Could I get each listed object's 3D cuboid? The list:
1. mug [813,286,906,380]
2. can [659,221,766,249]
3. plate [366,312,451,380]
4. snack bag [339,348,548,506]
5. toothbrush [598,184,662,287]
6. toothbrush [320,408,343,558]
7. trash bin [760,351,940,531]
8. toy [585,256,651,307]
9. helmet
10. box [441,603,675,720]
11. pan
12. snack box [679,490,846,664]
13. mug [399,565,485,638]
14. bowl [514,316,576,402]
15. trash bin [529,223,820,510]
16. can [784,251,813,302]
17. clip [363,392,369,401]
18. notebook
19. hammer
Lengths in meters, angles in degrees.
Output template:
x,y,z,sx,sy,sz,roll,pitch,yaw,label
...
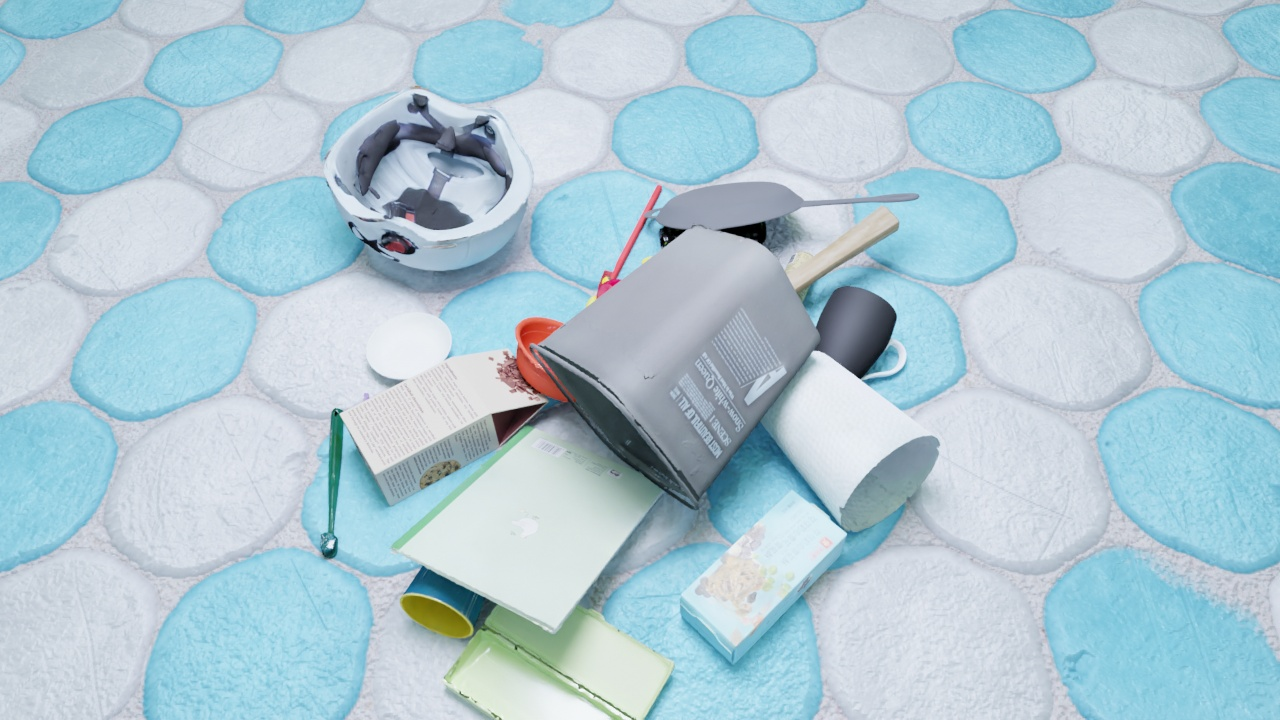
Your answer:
x,y,z,sx,sy,sz,roll,pitch,yaw,label
0.259,-0.014,1.087,0.119,0.085,0.100,33,71,-11,mug
0.096,-0.166,1.216,0.137,0.054,0.054,-11,53,-6,can
-0.282,-0.012,1.127,0.104,0.026,0.104,-1,53,2,plate
-0.217,0.063,1.039,0.206,0.070,0.094,-29,57,-19,snack bag
-0.014,-0.170,1.249,0.018,0.012,0.211,16,54,13,toothbrush
-0.344,0.132,1.024,0.016,0.017,0.189,-8,53,-4,toothbrush
0.213,0.079,0.982,0.133,0.133,0.161,-27,51,-18,trash bin
-0.014,-0.076,1.152,0.137,0.067,0.105,-38,58,-10,toy
-0.265,-0.211,1.194,0.264,0.164,0.236,23,60,10,helmet
-0.078,0.301,0.879,0.187,0.024,0.137,24,63,19,box
0.174,-0.208,1.184,0.355,0.024,0.215,0,23,20,pan
0.124,0.215,0.923,0.174,0.053,0.075,-38,61,-23,snack box
-0.180,0.207,0.928,0.078,0.078,0.121,14,49,12,mug
-0.096,0.006,1.072,0.130,0.045,0.130,26,26,-14,bowl
0.045,-0.006,0.953,0.219,0.197,0.197,-44,35,-13,trash bin
0.198,-0.099,1.171,0.038,0.038,0.079,18,55,15,can
-0.321,0.055,1.086,0.046,0.014,0.050,26,55,20,clip
-0.103,0.157,0.935,0.182,0.010,0.251,22,32,16,notebook
0.178,-0.088,1.114,0.322,0.051,0.117,-34,65,-8,hammer
